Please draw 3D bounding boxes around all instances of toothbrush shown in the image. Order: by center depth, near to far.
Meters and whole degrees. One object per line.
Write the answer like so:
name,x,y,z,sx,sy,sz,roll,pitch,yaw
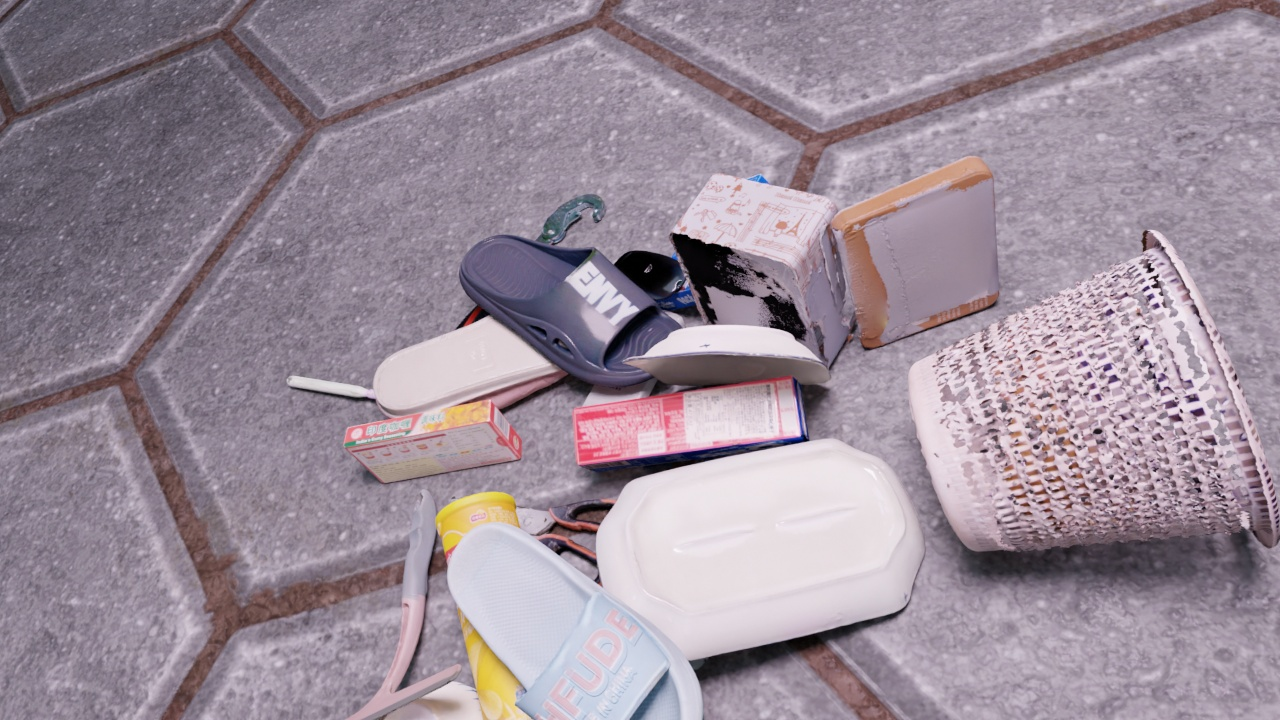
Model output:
toothbrush,-0.326,0.034,1.028,0.190,0.020,0.029,6,91,27

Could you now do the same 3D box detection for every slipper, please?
slipper,-0.056,0.206,0.660,0.245,0.074,0.104,38,89,26
slipper,-0.079,-0.065,0.910,0.268,0.083,0.110,29,62,24
slipper,-0.142,-0.004,0.957,0.274,0.054,0.114,-22,54,-8

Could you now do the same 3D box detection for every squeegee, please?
squeegee,-0.211,0.221,0.825,0.248,0.040,0.249,-34,33,30

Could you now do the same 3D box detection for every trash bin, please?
trash bin,0.310,0.045,0.664,0.192,0.227,0.227,-20,50,23

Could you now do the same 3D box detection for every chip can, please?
chip can,-0.111,0.217,0.755,0.072,0.072,0.213,-24,62,4

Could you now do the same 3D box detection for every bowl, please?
bowl,-0.171,0.312,0.736,0.116,0.066,0.116,-11,53,14

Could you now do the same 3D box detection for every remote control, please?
remote control,-0.005,0.005,0.922,0.056,0.019,0.134,13,62,29
remote control,0.000,-0.093,0.957,0.053,0.024,0.136,-51,31,-11

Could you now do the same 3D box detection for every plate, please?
plate,0.097,0.138,0.726,0.265,0.034,0.161,-10,56,-7
plate,0.080,-0.004,0.805,0.164,0.164,0.034,-1,80,19

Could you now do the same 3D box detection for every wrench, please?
wrench,-0.138,-0.096,1.050,0.056,0.016,0.273,28,69,35

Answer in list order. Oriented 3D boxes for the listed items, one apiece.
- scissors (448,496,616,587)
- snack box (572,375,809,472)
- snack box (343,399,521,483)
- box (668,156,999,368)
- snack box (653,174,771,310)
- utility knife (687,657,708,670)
scissors,-0.092,0.165,0.844,0.205,0.015,0.196,-26,51,2
snack box,0.046,0.060,0.827,0.208,0.057,0.058,-9,74,15
snack box,-0.204,0.082,0.907,0.156,0.077,0.027,-11,52,13
box,0.173,-0.078,0.811,0.274,0.179,0.124,-3,55,21
snack box,0.073,-0.121,0.955,0.085,0.026,0.156,-7,47,55
utility knife,-0.045,0.233,0.776,0.216,0.018,0.034,4,57,22
